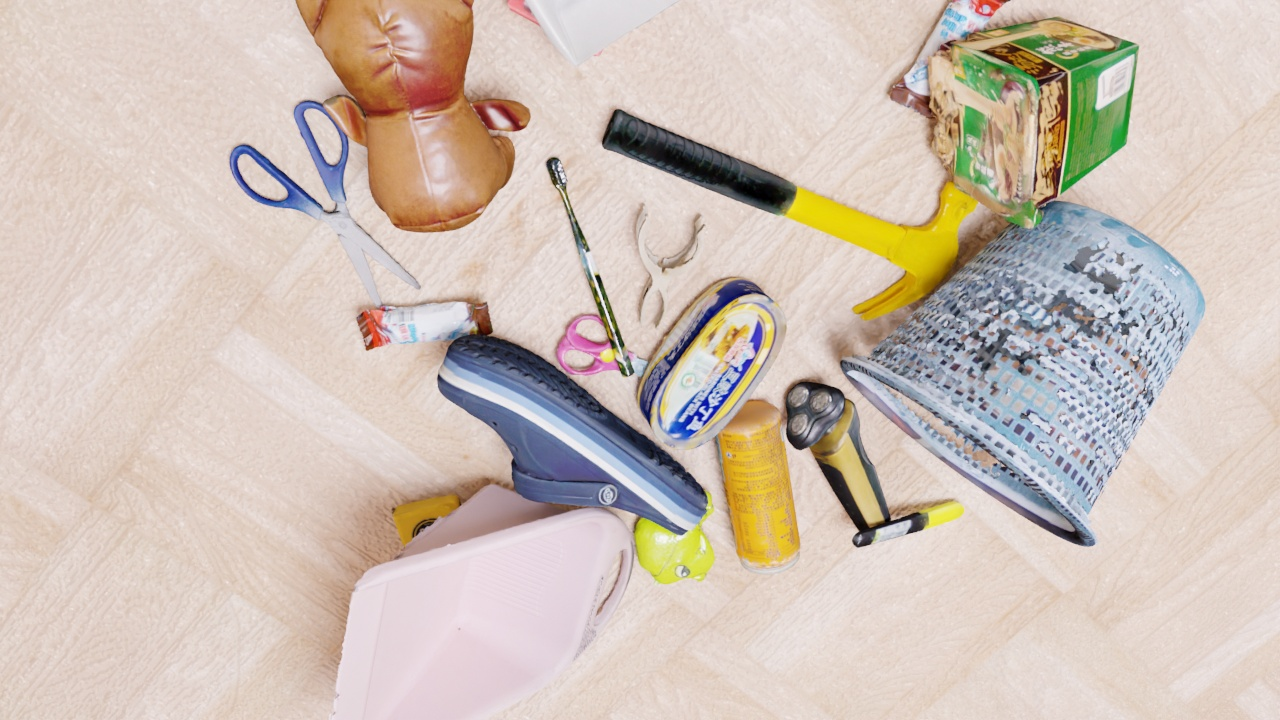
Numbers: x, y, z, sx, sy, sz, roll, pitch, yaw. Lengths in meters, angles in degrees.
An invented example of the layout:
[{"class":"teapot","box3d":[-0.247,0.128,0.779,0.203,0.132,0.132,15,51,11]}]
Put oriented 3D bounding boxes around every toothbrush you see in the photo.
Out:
[{"class":"toothbrush","box3d":[-0.038,-0.071,0.729,0.012,0.017,0.186,-23,106,-14]}]

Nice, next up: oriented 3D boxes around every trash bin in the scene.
[{"class":"trash bin","box3d":[0.303,-0.003,0.703,0.226,0.226,0.195,39,90,-17]}]

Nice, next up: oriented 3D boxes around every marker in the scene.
[{"class":"marker","box3d":[0.239,0.146,0.821,0.124,0.015,0.018,-11,112,-25]}]

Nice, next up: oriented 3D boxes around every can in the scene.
[{"class":"can","box3d":[0.057,0.003,0.750,0.074,0.049,0.148,32,101,-22]},{"class":"can","box3d":[0.102,0.110,0.797,0.058,0.058,0.146,-12,112,0]}]

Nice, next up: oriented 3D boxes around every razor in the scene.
[{"class":"razor","box3d":[0.176,0.093,0.801,0.067,0.062,0.167,-42,118,-23]}]

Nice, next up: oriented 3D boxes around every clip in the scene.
[{"class":"clip","box3d":[0.029,-0.077,0.733,0.094,0.035,0.102,-14,116,2]}]

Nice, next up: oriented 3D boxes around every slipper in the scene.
[{"class":"slipper","box3d":[-0.060,0.072,0.739,0.252,0.105,0.095,35,94,-18]}]

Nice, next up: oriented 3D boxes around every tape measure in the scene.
[{"class":"tape measure","box3d":[-0.181,0.145,0.803,0.060,0.029,0.057,-13,110,0]}]

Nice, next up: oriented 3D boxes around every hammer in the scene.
[{"class":"hammer","box3d":[0.114,-0.126,0.722,0.300,0.032,0.129,20,107,-12]}]

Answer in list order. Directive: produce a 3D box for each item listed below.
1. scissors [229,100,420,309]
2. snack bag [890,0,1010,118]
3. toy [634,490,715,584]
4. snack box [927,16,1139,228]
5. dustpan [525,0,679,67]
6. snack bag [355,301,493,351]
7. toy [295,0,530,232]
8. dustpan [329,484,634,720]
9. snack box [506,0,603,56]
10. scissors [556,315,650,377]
[{"class":"scissors","box3d":[-0.233,-0.120,0.707,0.166,0.012,0.155,20,109,-13]},{"class":"snack bag","box3d":[0.232,-0.237,0.691,0.045,0.026,0.105,21,111,-20]},{"class":"toy","box3d":[0.029,0.155,0.823,0.096,0.031,0.100,26,103,-10]},{"class":"snack box","box3d":[0.286,-0.183,0.659,0.105,0.117,0.118,-25,131,-8]},{"class":"dustpan","box3d":[-0.040,-0.344,0.526,0.223,0.142,0.257,-22,90,30]},{"class":"snack bag","box3d":[-0.172,-0.028,0.736,0.104,0.026,0.048,-3,144,-3]},{"class":"toy","box3d":[-0.153,-0.192,0.633,0.140,0.130,0.200,-14,132,-1]},{"class":"dustpan","box3d":[-0.114,0.219,0.740,0.139,0.272,0.223,22,119,11]},{"class":"snack box","box3d":[-0.028,-0.301,0.646,0.075,0.025,0.153,26,107,-12]},{"class":"scissors","box3d":[-0.005,0.004,0.771,0.133,0.017,0.054,22,99,-16]}]
